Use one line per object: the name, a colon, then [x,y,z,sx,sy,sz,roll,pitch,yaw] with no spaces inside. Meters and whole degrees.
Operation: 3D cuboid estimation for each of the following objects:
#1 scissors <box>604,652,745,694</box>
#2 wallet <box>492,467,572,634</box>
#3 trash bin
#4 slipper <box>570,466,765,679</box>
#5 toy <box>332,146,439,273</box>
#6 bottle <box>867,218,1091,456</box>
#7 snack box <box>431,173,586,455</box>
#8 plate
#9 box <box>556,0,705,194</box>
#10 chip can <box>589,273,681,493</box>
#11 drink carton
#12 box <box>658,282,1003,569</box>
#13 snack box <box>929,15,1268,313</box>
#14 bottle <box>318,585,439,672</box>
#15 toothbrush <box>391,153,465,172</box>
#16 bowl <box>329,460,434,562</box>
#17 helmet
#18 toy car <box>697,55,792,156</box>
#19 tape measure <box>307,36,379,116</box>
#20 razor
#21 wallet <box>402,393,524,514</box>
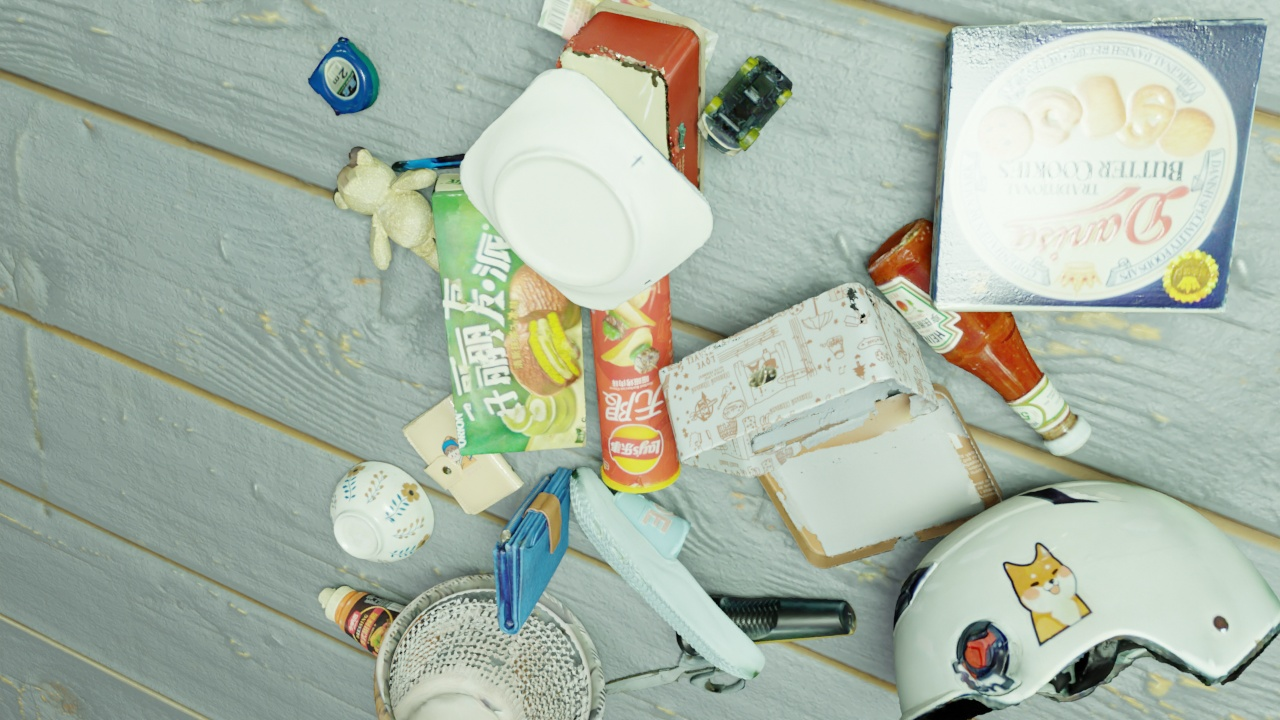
scissors: [0.032,0.336,0.953,0.136,0.014,0.175,31,120,6]
wallet: [-0.096,0.174,0.857,0.040,0.132,0.106,11,118,12]
trash bin: [-0.172,0.366,0.944,0.227,0.226,0.193,33,133,4]
slipper: [0.026,0.180,0.825,0.245,0.074,0.104,44,163,17]
toy: [-0.193,-0.121,0.802,0.157,0.066,0.105,35,120,-6]
bottle: [0.254,-0.013,0.679,0.206,0.059,0.060,47,120,-5]
snack box: [-0.108,-0.037,0.781,0.114,0.063,0.240,-3,115,-6]
plate: [-0.048,-0.107,0.652,0.164,0.034,0.164,44,136,-14]
box: [-0.008,-0.156,0.658,0.091,0.079,0.169,19,145,17]
chip can: [-0.005,0.005,0.779,0.073,0.073,0.217,6,115,18]
drink carton: [-0.010,-0.241,0.677,0.122,0.053,0.046,28,124,6]
box: [0.155,0.058,0.733,0.179,0.126,0.273,-25,131,28]
snack box: [0.286,-0.122,0.593,0.178,0.045,0.182,1,103,9]
bottle: [-0.301,0.295,1.035,0.149,0.066,0.067,21,119,19]
toothbrush: [-0.133,-0.172,0.781,0.190,0.016,0.014,0,123,23]
bowl: [-0.281,0.169,0.966,0.113,0.062,0.114,7,115,16]
helmet: [0.306,0.176,0.681,0.275,0.229,0.156,-25,61,29]
toy car: [0.073,-0.179,0.654,0.042,0.090,0.035,39,149,-3]
tape measure: [-0.250,-0.239,0.784,0.054,0.025,0.058,48,124,-7]
razor: [0.117,0.246,0.863,0.168,0.062,0.068,-7,141,18]
wallet: [-0.182,0.098,0.917,0.087,0.024,0.115,-33,101,31]
